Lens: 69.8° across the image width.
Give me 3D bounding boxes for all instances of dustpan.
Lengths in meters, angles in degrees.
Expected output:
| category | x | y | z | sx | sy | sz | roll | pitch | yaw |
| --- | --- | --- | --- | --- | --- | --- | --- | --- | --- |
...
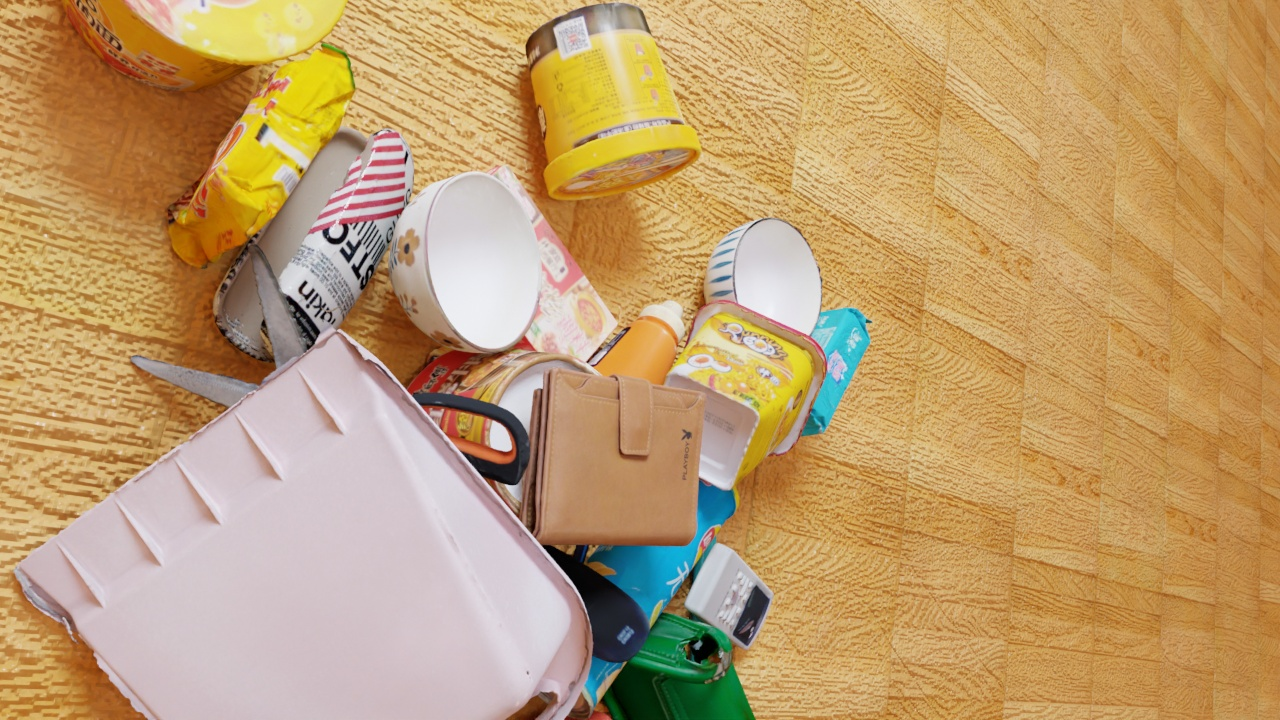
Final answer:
| category | x | y | z | sx | sy | sz | roll | pitch | yaw |
| --- | --- | --- | --- | --- | --- | --- | --- | --- | --- |
| dustpan | -0.160 | 0.145 | 0.523 | 0.223 | 0.138 | 0.273 | -32 | 91 | 6 |

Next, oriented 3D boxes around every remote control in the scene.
| category | x | y | z | sx | sy | sz | roll | pitch | yaw |
| --- | --- | --- | --- | --- | --- | --- | --- | --- | --- |
| remote control | 0.078 | 0.199 | 0.761 | 0.058 | 0.021 | 0.150 | -61 | 148 | -15 |
| remote control | -0.056 | 0.155 | 0.623 | 0.053 | 0.136 | 0.024 | -48 | 156 | -37 |

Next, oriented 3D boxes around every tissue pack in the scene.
| category | x | y | z | sx | sy | sz | roll | pitch | yaw |
| --- | --- | --- | --- | --- | --- | --- | --- | --- | --- |
| tissue pack | 0.146 | 0.009 | 0.829 | 0.050 | 0.093 | 0.133 | 48 | 59 | -24 |

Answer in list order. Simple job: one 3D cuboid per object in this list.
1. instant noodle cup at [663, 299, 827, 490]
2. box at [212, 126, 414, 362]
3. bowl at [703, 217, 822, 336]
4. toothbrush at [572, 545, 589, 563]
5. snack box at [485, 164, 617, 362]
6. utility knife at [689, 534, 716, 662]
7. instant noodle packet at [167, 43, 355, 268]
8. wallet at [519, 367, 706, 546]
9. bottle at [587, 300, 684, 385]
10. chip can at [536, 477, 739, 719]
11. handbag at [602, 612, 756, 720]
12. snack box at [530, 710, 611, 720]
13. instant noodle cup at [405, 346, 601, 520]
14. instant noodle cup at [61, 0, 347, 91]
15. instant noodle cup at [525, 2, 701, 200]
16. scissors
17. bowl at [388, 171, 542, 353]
| category | x | y | z | sx | sy | sz | roll | pitch | yaw |
| --- | --- | --- | --- | --- | --- | --- | --- | --- | --- |
| instant noodle cup | 0.069 | 0.030 | 0.713 | 0.123 | 0.116 | 0.116 | -40 | 152 | -57 |
| box | -0.202 | -0.073 | 0.567 | 0.075 | 0.082 | 0.163 | 71 | 35 | -62 |
| bowl | 0.099 | -0.063 | 0.811 | 0.116 | 0.066 | 0.116 | 5 | 82 | -40 |
| toothbrush | -0.044 | 0.138 | 0.708 | 0.014 | 0.016 | 0.189 | 34 | 68 | -44 |
| snack box | -0.084 | -0.061 | 0.677 | 0.075 | 0.026 | 0.153 | -50 | 118 | -32 |
| utility knife | 0.052 | 0.199 | 0.786 | 0.029 | 0.013 | 0.166 | 4 | 87 | -39 |
| instant noodle packet | -0.210 | -0.109 | 0.502 | 0.044 | 0.129 | 0.110 | 35 | 65 | -29 |
| wallet | -0.013 | 0.064 | 0.582 | 0.131 | 0.031 | 0.107 | 12 | 81 | -42 |
| bottle | -0.004 | 0.004 | 0.723 | 0.067 | 0.067 | 0.149 | 54 | 48 | -24 |
| chip can | -0.006 | 0.161 | 0.689 | 0.209 | 0.071 | 0.071 | -47 | 116 | -38 |
| handbag | 0.038 | 0.260 | 0.698 | 0.067 | 0.120 | 0.131 | -37 | 109 | -43 |
| snack box | -0.055 | 0.295 | 0.642 | 0.080 | 0.082 | 0.091 | -16 | 99 | -51 |
| instant noodle cup | -0.084 | 0.053 | 0.613 | 0.137 | 0.109 | 0.138 | 4 | 85 | -42 |
| instant noodle cup | -0.242 | -0.214 | 0.493 | 0.137 | 0.110 | 0.138 | 3 | 85 | -41 |
| instant noodle cup | -0.026 | -0.191 | 0.683 | 0.118 | 0.119 | 0.114 | -16 | 90 | -41 |
| scissors | -0.176 | 0.045 | 0.526 | 0.021 | 0.233 | 0.221 | -80 | -179 | -66 |
| bowl | -0.120 | -0.060 | 0.588 | 0.113 | 0.062 | 0.113 | 12 | 76 | -61 |
